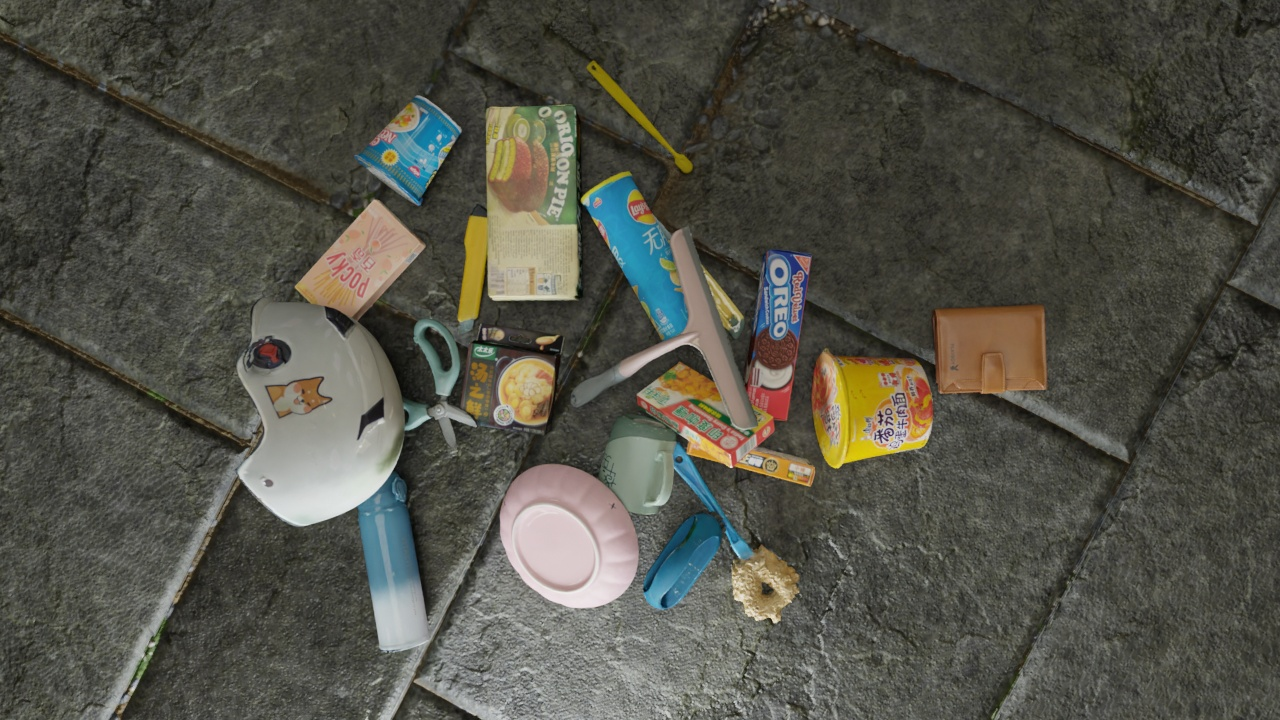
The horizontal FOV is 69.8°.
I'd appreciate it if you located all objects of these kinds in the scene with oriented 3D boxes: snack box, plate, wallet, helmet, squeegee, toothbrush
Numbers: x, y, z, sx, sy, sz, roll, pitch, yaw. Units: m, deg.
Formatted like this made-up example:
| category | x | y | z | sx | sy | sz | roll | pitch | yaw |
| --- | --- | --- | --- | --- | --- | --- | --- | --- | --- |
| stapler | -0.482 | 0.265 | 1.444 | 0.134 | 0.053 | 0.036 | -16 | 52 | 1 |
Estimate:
| category | x | y | z | sx | sy | sz | roll | pitch | yaw |
| --- | --- | --- | --- | --- | --- | --- | --- | --- | --- |
| snack box | 0.166 | -0.032 | 1.133 | 0.057 | 0.058 | 0.207 | 9 | 91 | 1 |
| plate | -0.096 | 0.221 | 1.117 | 0.193 | 0.038 | 0.192 | 9 | 111 | 24 |
| wallet | 0.430 | -0.013 | 1.130 | 0.132 | 0.031 | 0.108 | -2 | 88 | 5 |
| snack box | -0.163 | 0.023 | 1.162 | 0.113 | 0.053 | 0.125 | 8 | 96 | 4 |
| snack box | -0.361 | -0.121 | 1.183 | 0.084 | 0.026 | 0.157 | 43 | 92 | 3 |
| snack box | 0.134 | 0.119 | 1.126 | 0.154 | 0.075 | 0.026 | 14 | 91 | 4 |
| helmet | -0.360 | 0.053 | 1.081 | 0.157 | 0.230 | 0.273 | -5 | 72 | -1 |
| squeegee | -0.006 | 0.006 | 1.094 | 0.250 | 0.040 | 0.247 | -29 | 74 | 36 |
| toothbrush | 0.000 | -0.308 | 1.165 | 0.016 | 0.016 | 0.190 | -43 | 86 | 4 |
| snack box | 0.076 | 0.062 | 1.100 | 0.076 | 0.027 | 0.156 | -37 | 48 | -27 |
| snack box | -0.132 | -0.194 | 1.150 | 0.114 | 0.063 | 0.240 | -1 | 90 | 3 |

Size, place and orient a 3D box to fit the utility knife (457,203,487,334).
| category | x | y | z | sx | sy | sz | roll | pitch | yaw |
| --- | --- | --- | --- | --- | --- | --- | --- | --- | --- |
| utility knife | -0.215 | -0.116 | 1.179 | 0.033 | 0.015 | 0.170 | 9 | 92 | 10 |

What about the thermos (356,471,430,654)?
| category | x | y | z | sx | sy | sz | roll | pitch | yaw |
| --- | --- | --- | --- | --- | --- | --- | --- | --- | --- |
| thermos | -0.315 | 0.252 | 1.161 | 0.070 | 0.070 | 0.220 | -9 | 90 | 4 |

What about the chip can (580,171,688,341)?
| category | x | y | z | sx | sy | sz | roll | pitch | yaw |
| --- | --- | --- | --- | --- | --- | --- | --- | --- | --- |
| chip can | 0.008 | -0.125 | 1.133 | 0.071 | 0.071 | 0.210 | -30 | 90 | 3 |

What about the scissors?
| category | x | y | z | sx | sy | sz | roll | pitch | yaw |
| --- | --- | --- | --- | --- | --- | --- | --- | --- | --- |
| scissors | -0.284 | 0.041 | 1.162 | 0.181 | 0.019 | 0.170 | -19 | 84 | 20 |

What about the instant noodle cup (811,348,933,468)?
| category | x | y | z | sx | sy | sz | roll | pitch | yaw |
| --- | --- | --- | --- | --- | --- | --- | --- | --- | --- |
| instant noodle cup | 0.276 | 0.055 | 1.093 | 0.110 | 0.138 | 0.138 | -5 | 90 | -4 |

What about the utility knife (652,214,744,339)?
| category | x | y | z | sx | sy | sz | roll | pitch | yaw |
| --- | --- | --- | --- | --- | --- | --- | --- | --- | --- |
| utility knife | 0.062 | -0.116 | 1.164 | 0.031 | 0.022 | 0.212 | -40 | 83 | 3 |

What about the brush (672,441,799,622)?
| category | x | y | z | sx | sy | sz | roll | pitch | yaw |
| --- | --- | --- | --- | --- | --- | --- | --- | --- | --- |
| brush | 0.109 | 0.213 | 1.150 | 0.083 | 0.046 | 0.254 | -35 | 84 | 7 |

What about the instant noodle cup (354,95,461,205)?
| category | x | y | z | sx | sy | sz | roll | pitch | yaw |
| --- | --- | --- | --- | --- | --- | --- | --- | --- | --- |
| instant noodle cup | -0.285 | -0.267 | 1.150 | 0.099 | 0.099 | 0.110 | 35 | 84 | 3 |

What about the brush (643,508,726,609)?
| category | x | y | z | sx | sy | sz | roll | pitch | yaw |
| --- | --- | --- | --- | --- | --- | --- | --- | --- | --- |
| brush | 0.049 | 0.246 | 1.119 | 0.055 | 0.073 | 0.144 | 38 | 109 | 15 |

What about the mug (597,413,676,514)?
| category | x | y | z | sx | sy | sz | roll | pitch | yaw |
| --- | --- | --- | --- | --- | --- | --- | --- | --- | --- |
| mug | 0.003 | 0.128 | 1.117 | 0.082 | 0.112 | 0.106 | 12 | 96 | -37 |
